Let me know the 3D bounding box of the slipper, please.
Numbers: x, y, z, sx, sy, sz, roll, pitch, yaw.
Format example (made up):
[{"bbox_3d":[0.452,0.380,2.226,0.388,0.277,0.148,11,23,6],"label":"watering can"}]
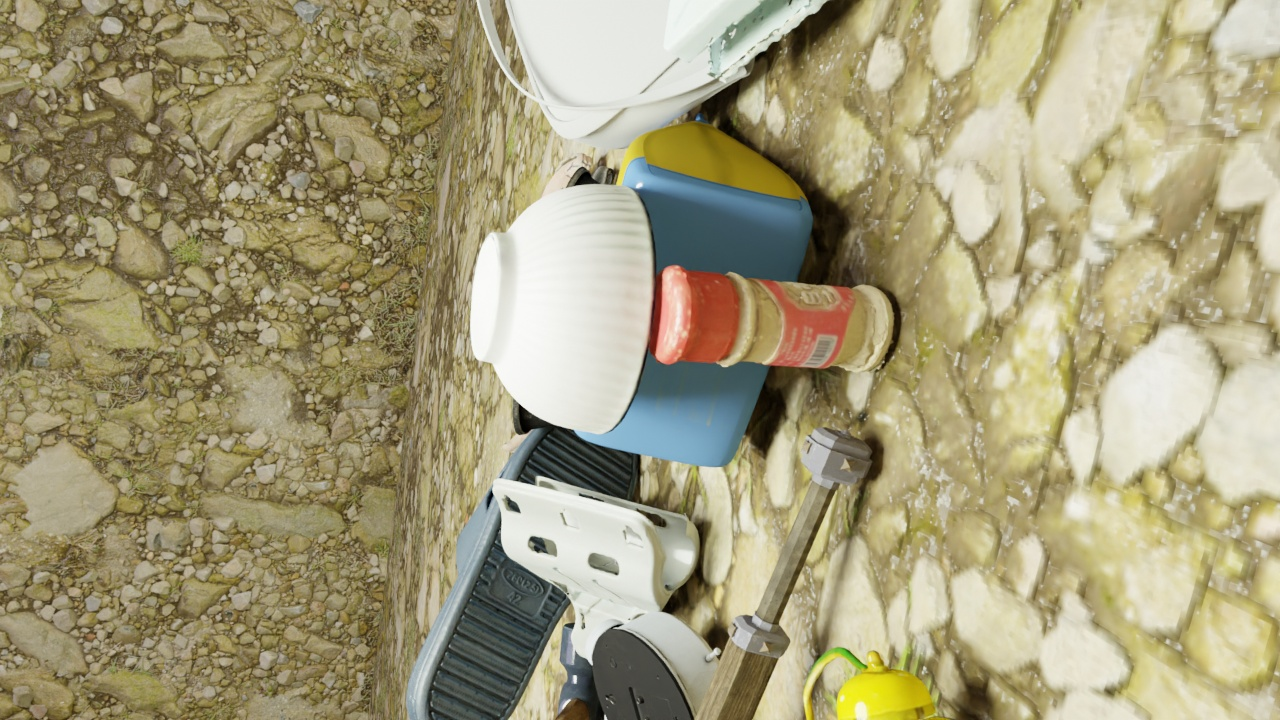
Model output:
[{"bbox_3d":[-0.095,0.146,0.673,0.083,0.101,0.263,-10,45,54],"label":"slipper"}]

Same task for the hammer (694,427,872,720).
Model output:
[{"bbox_3d":[0.033,0.176,0.435,0.028,0.147,0.317,-131,61,-71],"label":"hammer"}]

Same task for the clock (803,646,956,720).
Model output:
[{"bbox_3d":[0.092,0.162,0.329,0.118,0.057,0.083,-111,32,-41],"label":"clock"}]

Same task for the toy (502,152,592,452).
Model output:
[{"bbox_3d":[-0.089,-0.064,0.866,0.197,0.065,0.263,-53,31,39],"label":"toy"}]

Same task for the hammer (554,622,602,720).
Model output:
[{"bbox_3d":[-0.061,0.257,0.579,0.322,0.040,0.129,49,-134,-81],"label":"hammer"}]

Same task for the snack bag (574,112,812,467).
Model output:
[{"bbox_3d":[0.023,-0.056,0.555,0.205,0.102,0.159,-91,15,-65],"label":"snack bag"}]

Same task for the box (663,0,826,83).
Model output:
[{"bbox_3d":[0.081,-0.215,0.440,0.199,0.066,0.083,-24,78,56],"label":"box"}]

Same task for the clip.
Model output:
[{"bbox_3d":[-0.018,0.130,0.609,0.126,0.096,0.152,10,137,35],"label":"clip"}]

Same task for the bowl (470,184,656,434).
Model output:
[{"bbox_3d":[-0.043,-0.026,0.426,0.118,0.062,0.118,-176,90,-69],"label":"bowl"}]

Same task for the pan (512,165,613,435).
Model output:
[{"bbox_3d":[-0.041,-0.080,0.705,0.355,0.055,0.188,-71,-6,-58],"label":"pan"}]

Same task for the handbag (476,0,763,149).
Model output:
[{"bbox_3d":[0.007,-0.262,0.578,0.223,0.095,0.215,-27,77,35],"label":"handbag"}]

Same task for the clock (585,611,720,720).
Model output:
[{"bbox_3d":[0.008,0.194,0.536,0.123,0.035,0.094,-11,96,55],"label":"clock"}]

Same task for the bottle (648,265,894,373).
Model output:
[{"bbox_3d":[0.058,-0.017,0.405,0.044,0.109,0.044,-178,91,-69],"label":"bottle"}]
